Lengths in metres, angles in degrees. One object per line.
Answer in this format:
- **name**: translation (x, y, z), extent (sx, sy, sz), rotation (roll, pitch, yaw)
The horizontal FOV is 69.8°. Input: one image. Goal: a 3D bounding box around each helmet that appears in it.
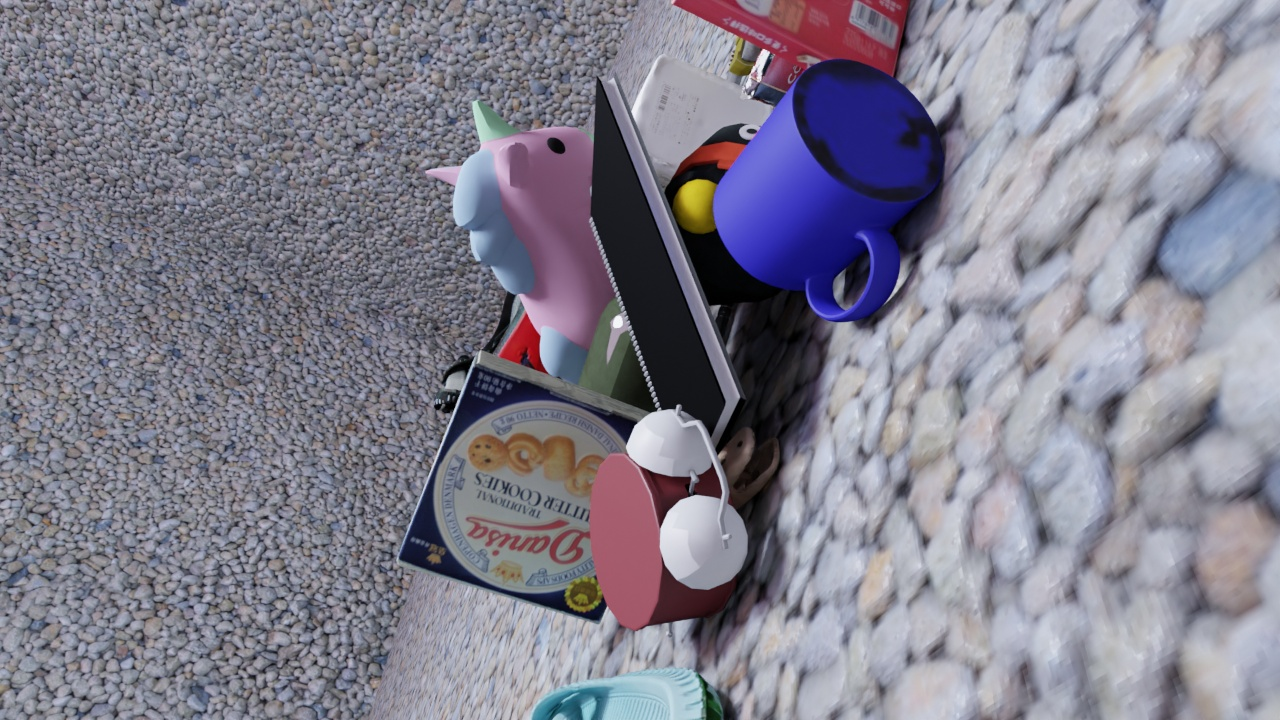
- **helmet**: translation (-0.111, -0.003, 0.965), extent (0.217, 0.167, 0.273), rotation (-94, 27, -63)

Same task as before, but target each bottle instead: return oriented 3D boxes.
- **bottle**: translation (-0.004, 0.004, 0.675), extent (0.071, 0.071, 0.207), rotation (-99, 27, -67)

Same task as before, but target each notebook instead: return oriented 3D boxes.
- **notebook**: translation (0.008, -0.041, 0.545), extent (0.149, 0.016, 0.206), rotation (101, 152, -66)

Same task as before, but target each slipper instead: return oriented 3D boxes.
- **slipper**: translation (-0.037, 0.226, 0.508), extent (0.277, 0.069, 0.115), rotation (-49, 20, 56)

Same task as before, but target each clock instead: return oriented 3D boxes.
- **clock**: translation (0.015, 0.086, 0.480), extent (0.138, 0.048, 0.096), rotation (117, 143, -46)

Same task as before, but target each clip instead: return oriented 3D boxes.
- **clip**: translation (0.050, 0.060, 0.493), extent (0.025, 0.047, 0.062), rotation (-81, -10, -46)

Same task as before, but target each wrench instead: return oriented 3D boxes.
- **wrench**: translation (0.086, -0.252, 0.768), extent (0.273, 0.018, 0.084), rotation (-78, 1, -75)

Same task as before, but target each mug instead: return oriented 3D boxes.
- **mug**: translation (0.093, -0.073, 0.444), extent (0.084, 0.079, 0.111), rotation (131, 128, -58)

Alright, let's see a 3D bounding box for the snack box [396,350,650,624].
- **snack box**: translation (-0.067, 0.086, 0.608), extent (0.042, 0.144, 0.145), rotation (-125, 56, -75)

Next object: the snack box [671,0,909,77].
- **snack box**: translation (0.090, -0.213, 0.525), extent (0.021, 0.133, 0.089), rotation (142, 147, -66)

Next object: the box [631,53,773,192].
- **box**: translation (0.032, -0.172, 0.772), extent (0.130, 0.110, 0.102), rotation (143, 145, -66)

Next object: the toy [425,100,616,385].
- **toy**: translation (-0.066, -0.079, 0.707), extent (0.120, 0.170, 0.222), rotation (-1, 92, 48)

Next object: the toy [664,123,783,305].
- **toy**: translation (0.061, -0.094, 0.551), extent (0.100, 0.097, 0.119), rotation (124, 166, -59)

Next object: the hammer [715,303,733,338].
- **hammer**: translation (0.040, 0.019, 0.641), extent (0.095, 0.015, 0.324), rotation (147, 143, -71)

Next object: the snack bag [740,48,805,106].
- **snack bag**: translation (0.122, -0.235, 0.591), extent (0.018, 0.074, 0.155), rotation (41, 117, 32)
